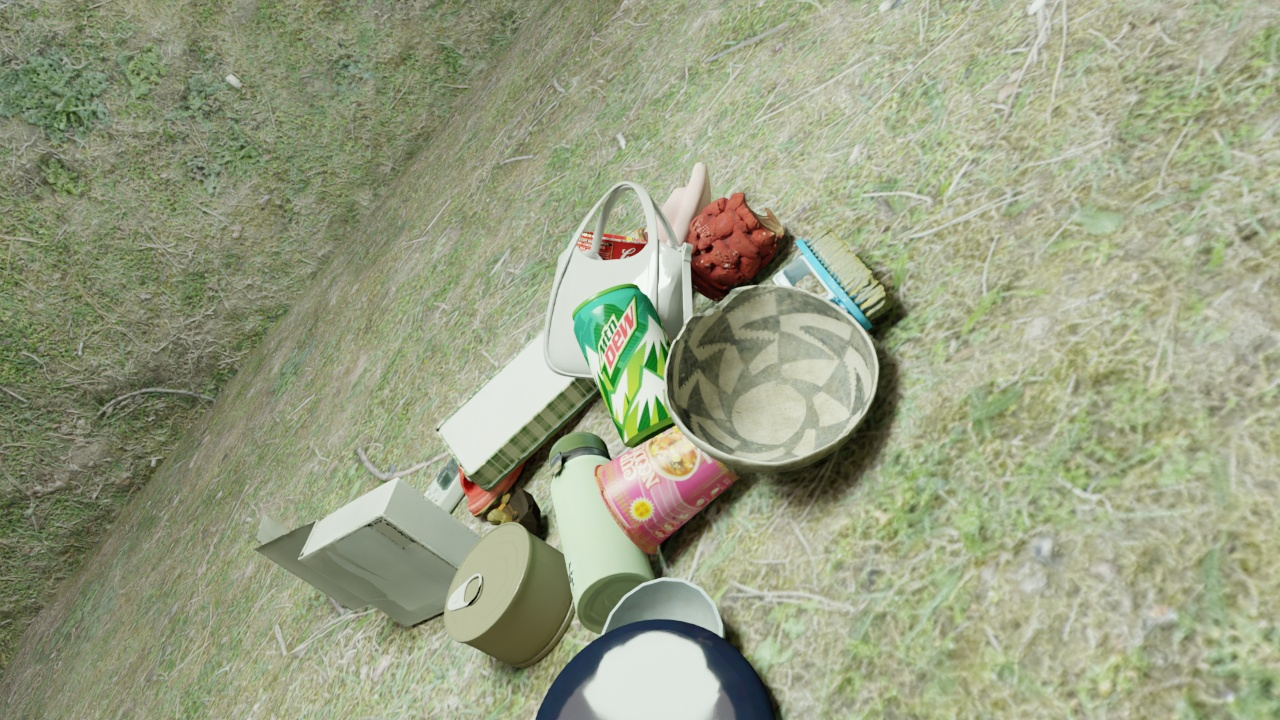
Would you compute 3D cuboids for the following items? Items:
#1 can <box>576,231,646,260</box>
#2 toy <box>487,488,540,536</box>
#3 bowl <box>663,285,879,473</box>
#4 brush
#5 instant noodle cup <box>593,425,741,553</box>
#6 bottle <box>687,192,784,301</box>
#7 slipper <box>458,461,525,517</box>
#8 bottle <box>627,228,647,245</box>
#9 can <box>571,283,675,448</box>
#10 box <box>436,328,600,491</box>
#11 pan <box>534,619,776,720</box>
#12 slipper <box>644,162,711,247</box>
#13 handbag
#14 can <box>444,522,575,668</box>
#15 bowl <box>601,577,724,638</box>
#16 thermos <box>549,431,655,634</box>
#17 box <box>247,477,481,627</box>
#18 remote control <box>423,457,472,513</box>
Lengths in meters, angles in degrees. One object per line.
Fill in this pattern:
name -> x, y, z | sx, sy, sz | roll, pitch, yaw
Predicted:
can -> -0.043, -0.093, 1.117 | 0.087, 0.086, 0.116 | 28, 113, 61
toy -> -0.146, 0.178, 1.038 | 0.100, 0.062, 0.076 | 23, 96, 66
bowl -> 0.112, 0.028, 0.790 | 0.178, 0.081, 0.178 | -6, 55, 9
brush -> 0.177, -0.064, 0.849 | 0.075, 0.055, 0.135 | -39, 31, 12
instant noodle cup -> 0.029, 0.107, 0.840 | 0.109, 0.097, 0.097 | -36, 32, 11
bottle -> 0.098, -0.129, 1.010 | 0.111, 0.099, 0.098 | -50, 27, 24
slipper -> -0.200, 0.096, 1.206 | 0.104, 0.059, 0.248 | -38, 30, 23
bottle -> -0.040, -0.103, 1.199 | 0.166, 0.059, 0.059 | -37, 32, 27
can -> -0.005, 0.005, 0.888 | 0.083, 0.083, 0.144 | -33, 74, 30
box -> -0.146, 0.055, 1.124 | 0.205, 0.051, 0.117 | -43, 44, -6
pan -> -0.031, 0.351, 0.641 | 0.199, 0.021, 0.355 | 14, 66, 34
slipper -> 0.033, -0.130, 1.089 | 0.107, 0.056, 0.221 | 54, -121, -75
handbag -> -0.011, -0.085, 1.005 | 0.216, 0.095, 0.222 | 4, 86, 41
can -> -0.130, 0.238, 0.931 | 0.128, 0.073, 0.127 | -35, 33, 27
bowl -> 0.023, 0.232, 0.739 | 0.106, 0.039, 0.106 | -15, 50, 19
thermos -> -0.046, 0.155, 0.895 | 0.082, 0.082, 0.231 | -44, 30, 13
box -> -0.345, 0.252, 1.126 | 0.370, 0.166, 0.098 | -24, 34, 37
remote control -> -0.267, 0.182, 1.235 | 0.114, 0.028, 0.060 | -53, 29, -3
